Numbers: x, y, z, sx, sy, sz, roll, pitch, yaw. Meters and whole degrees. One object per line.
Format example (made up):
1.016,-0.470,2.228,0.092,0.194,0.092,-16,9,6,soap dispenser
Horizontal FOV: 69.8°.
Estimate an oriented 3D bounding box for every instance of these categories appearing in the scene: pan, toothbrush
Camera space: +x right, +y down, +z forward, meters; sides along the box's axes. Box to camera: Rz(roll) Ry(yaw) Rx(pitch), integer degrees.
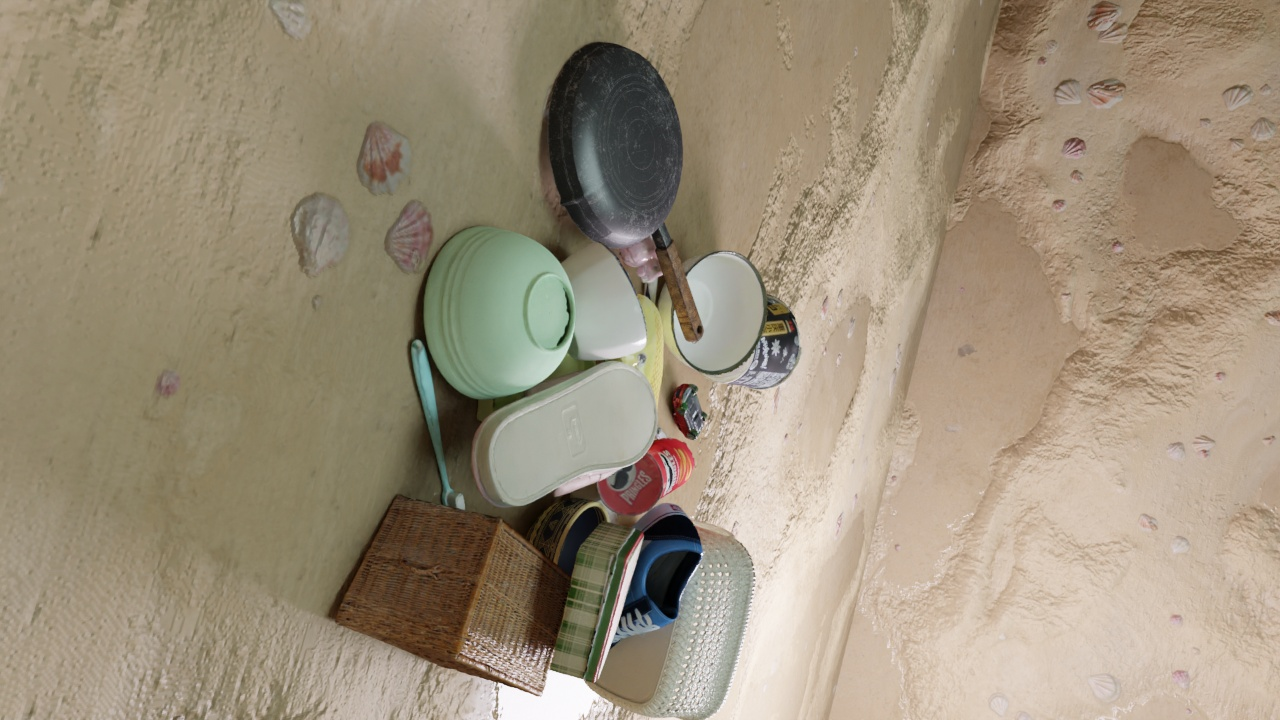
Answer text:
0.013,-0.156,0.958,0.207,0.040,0.357,-55,133,-36,pan
0.007,-0.046,1.103,0.017,0.016,0.189,-31,129,-61,toothbrush
-0.174,0.061,0.787,0.016,0.017,0.181,-44,138,-47,toothbrush

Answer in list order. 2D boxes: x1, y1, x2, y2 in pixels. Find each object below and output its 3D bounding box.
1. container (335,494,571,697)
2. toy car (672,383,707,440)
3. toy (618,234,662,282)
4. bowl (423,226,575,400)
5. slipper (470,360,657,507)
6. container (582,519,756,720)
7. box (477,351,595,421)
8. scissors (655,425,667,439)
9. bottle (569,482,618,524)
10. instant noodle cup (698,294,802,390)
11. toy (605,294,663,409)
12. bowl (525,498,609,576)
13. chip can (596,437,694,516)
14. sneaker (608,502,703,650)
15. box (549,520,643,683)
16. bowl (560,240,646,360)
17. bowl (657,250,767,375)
-0.148,0.207,0.793,0.198,0.114,0.112,61,42,-57,container
0.064,0.069,1.249,0.042,0.036,0.091,-59,150,-32,toy car
-0.002,-0.142,1.008,0.063,0.047,0.110,-45,131,-54,toy
-0.105,-0.040,0.781,0.150,0.077,0.151,-4,95,-58,bowl
-0.069,0.067,0.854,0.273,0.055,0.114,-15,98,-58,slipper
0.028,0.321,1.139,0.142,0.185,0.246,19,83,-54,container
-0.091,0.047,0.916,0.187,0.044,0.141,-20,98,-61,box
0.013,0.092,1.184,0.094,0.014,0.171,-56,144,-40,scissors
-0.049,0.203,1.065,0.051,0.051,0.146,-51,143,-43,bottle
0.137,-0.023,1.258,0.112,0.137,0.137,-6,107,-54,instant noodle cup
-0.006,0.006,1.019,0.155,0.064,0.170,78,13,-71,toy
-0.086,0.197,0.973,0.112,0.061,0.112,-37,134,-53,bowl
0.013,0.130,1.073,0.232,0.073,0.073,7,96,-78,chip can
-0.016,0.275,1.022,0.083,0.098,0.241,28,107,-32,sneaker
-0.038,0.223,0.877,0.205,0.050,0.117,48,55,-84,box
-0.049,-0.050,0.887,0.065,0.116,0.116,-25,132,-16,bowl
0.080,-0.063,1.147,0.153,0.073,0.153,-9,106,-34,bowl
